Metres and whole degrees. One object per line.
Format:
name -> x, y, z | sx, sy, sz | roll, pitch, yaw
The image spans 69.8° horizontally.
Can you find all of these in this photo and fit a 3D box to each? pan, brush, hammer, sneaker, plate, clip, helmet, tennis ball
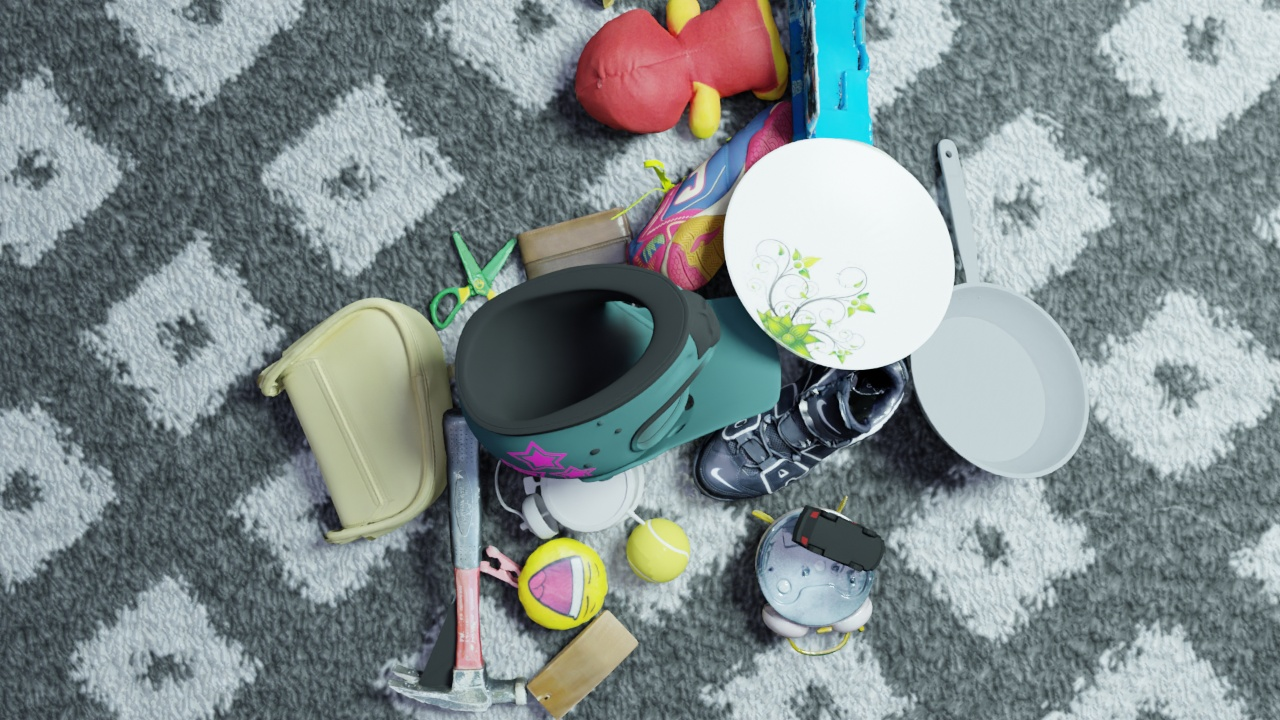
pan -> 0.338, -0.054, 0.924 | 0.200, 0.051, 0.356 | -3, 72, -19
brush -> -0.059, 0.314, 0.954 | 0.117, 0.039, 0.049 | -44, 88, 2
hammer -> -0.183, 0.204, 0.915 | 0.140, 0.036, 0.326 | 1, 107, -3
sneaker -> 0.163, 0.063, 0.891 | 0.252, 0.151, 0.097 | -37, 89, 2
plate -> 0.185, -0.099, 0.870 | 0.229, 0.030, 0.229 | 3, 75, -11
clip -> -0.146, 0.223, 0.966 | 0.044, 0.023, 0.060 | -40, 87, 6
helmet -> -0.022, 0.012, 0.835 | 0.275, 0.200, 0.176 | -17, 70, 16
sneaker -> 0.072, -0.176, 0.925 | 0.091, 0.116, 0.241 | 21, 63, 43
tennis ball -> 0.018, 0.194, 0.938 | 0.065, 0.065, 0.065 | 0, 90, 2

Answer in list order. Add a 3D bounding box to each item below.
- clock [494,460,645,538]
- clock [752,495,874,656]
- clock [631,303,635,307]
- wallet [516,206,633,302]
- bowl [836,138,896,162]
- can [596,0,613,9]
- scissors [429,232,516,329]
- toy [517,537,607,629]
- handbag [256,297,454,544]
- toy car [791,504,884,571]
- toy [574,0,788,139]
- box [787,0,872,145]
clock -> -0.071, 0.124, 0.948 | 0.159, 0.061, 0.120 | 2, 89, 7
clock -> 0.177, 0.224, 0.936 | 0.117, 0.059, 0.158 | -9, 89, 2
clock -> -0.006, 0.006, 0.951 | 0.087, 0.042, 0.123 | 23, 89, 2
wallet -> -0.062, -0.100, 0.959 | 0.121, 0.027, 0.098 | -14, 88, 4
bowl -> 0.191, -0.131, 0.929 | 0.176, 0.058, 0.177 | -1, 98, -6
can -> -0.032, -0.424, 0.948 | 0.059, 0.054, 0.100 | 35, 91, 1
scissors -> -0.166, -0.076, 0.972 | 0.130, 0.011, 0.125 | 40, 93, 0
toy -> -0.080, 0.231, 0.950 | 0.094, 0.041, 0.095 | 4, 90, -12
handbag -> -0.275, 0.061, 0.945 | 0.191, 0.088, 0.233 | -21, 92, 7
toy car -> 0.191, 0.173, 0.889 | 0.091, 0.036, 0.042 | 23, 86, -8
toy -> 0.038, -0.301, 0.927 | 0.216, 0.099, 0.147 | -16, 82, -3
box -> 0.170, -0.337, 0.899 | 0.070, 0.170, 0.243 | -3, 89, 31
